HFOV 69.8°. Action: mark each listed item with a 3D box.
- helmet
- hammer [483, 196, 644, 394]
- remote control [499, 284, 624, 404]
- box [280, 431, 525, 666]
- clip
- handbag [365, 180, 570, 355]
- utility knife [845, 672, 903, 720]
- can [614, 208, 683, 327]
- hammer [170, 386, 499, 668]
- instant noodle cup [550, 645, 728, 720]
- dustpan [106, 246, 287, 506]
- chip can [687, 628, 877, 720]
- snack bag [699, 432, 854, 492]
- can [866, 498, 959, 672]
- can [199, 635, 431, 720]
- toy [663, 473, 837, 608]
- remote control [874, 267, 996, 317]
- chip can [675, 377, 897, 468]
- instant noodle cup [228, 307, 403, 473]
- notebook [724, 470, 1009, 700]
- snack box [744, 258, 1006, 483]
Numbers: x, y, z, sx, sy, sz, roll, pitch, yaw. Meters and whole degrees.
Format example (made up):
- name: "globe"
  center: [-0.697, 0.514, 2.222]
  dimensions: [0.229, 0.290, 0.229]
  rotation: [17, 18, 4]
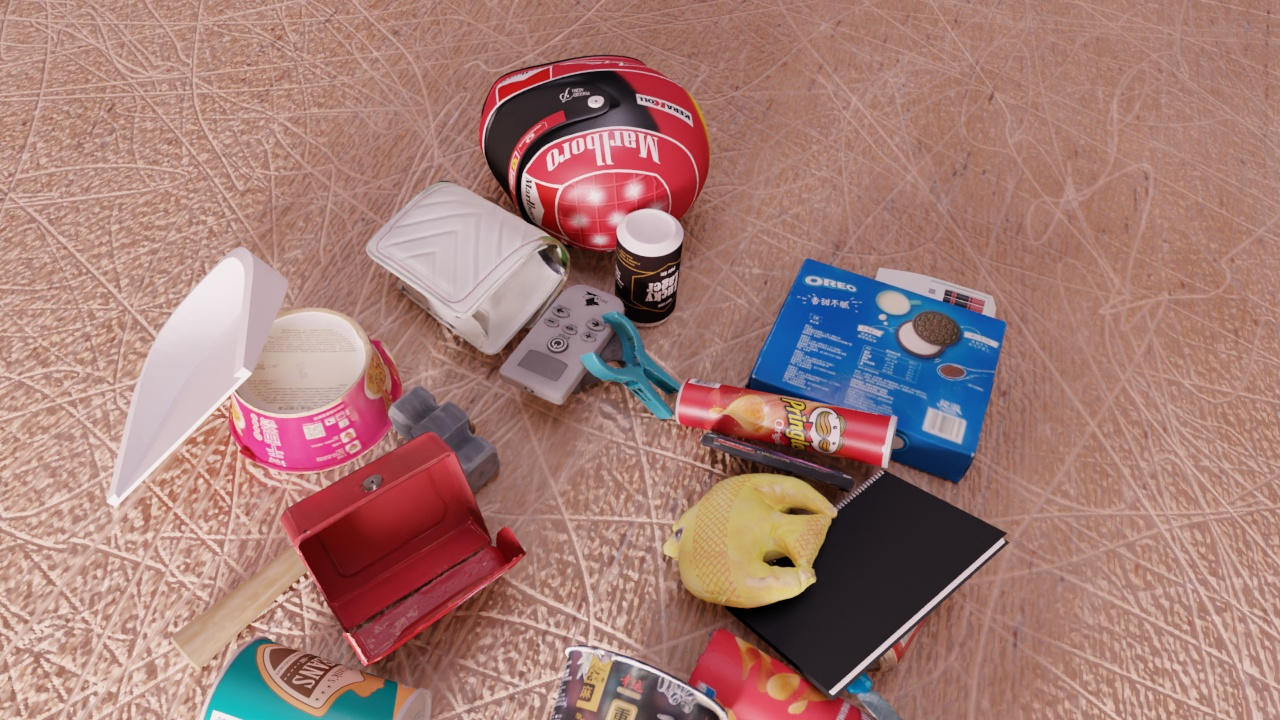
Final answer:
- name: "helmet"
  center: [-0.053, -0.235, 1.075]
  dimensions: [0.271, 0.198, 0.224]
  rotation: [-7, 48, -3]
- name: "hammer"
  center: [-0.114, -0.090, 1.059]
  dimensions: [0.098, 0.052, 0.328]
  rotation: [-25, 54, -20]
- name: "remote control"
  center: [-0.077, -0.023, 0.952]
  dimensions: [0.074, 0.019, 0.150]
  rotation: [22, 52, 17]
- name: "box"
  center: [-0.210, 0.160, 0.798]
  dimensions: [0.157, 0.147, 0.156]
  rotation: [-32, 78, -25]
- name: "clip"
  center: [-0.003, -0.009, 0.956]
  dimensions: [0.130, 0.031, 0.121]
  rotation: [23, 61, -36]
- name: "handbag"
  center: [-0.187, -0.108, 1.010]
  dimensions: [0.141, 0.096, 0.198]
  rotation: [-46, 52, -14]
- name: "utility knife"
  center: [0.163, 0.254, 0.772]
  dimensions: [0.031, 0.015, 0.225]
  rotation: [-13, 28, -23]
- name: "can"
  center: [0.008, -0.102, 1.017]
  dimensions: [0.072, 0.129, 0.071]
  rotation: [1, 52, -2]
- name: "hammer"
  center: [-0.284, 0.156, 0.857]
  dimensions: [0.117, 0.051, 0.322]
  rotation: [35, 61, 24]
- name: "instant noodle cup"
  center: [-0.017, 0.301, 0.710]
  dimensions: [0.137, 0.137, 0.112]
  rotation: [19, 62, 12]
- name: "dustpan"
  center: [-0.429, -0.011, 0.885]
  dimensions: [0.192, 0.053, 0.257]
  rotation: [-40, 29, 15]
- name: "chip can"
  center: [0.148, 0.304, 0.744]
  dimensions: [0.233, 0.073, 0.073]
  rotation: [27, 55, 18]
- name: "snack bag"
  center: [0.134, 0.100, 0.908]
  dimensions: [0.155, 0.074, 0.018]
  rotation: [16, 89, 9]
- name: "can"
  center: [0.238, 0.201, 0.832]
  dimensions: [0.067, 0.067, 0.169]
  rotation: [33, 58, 21]
- name: "can"
  center: [-0.252, 0.287, 0.720]
  dimensions: [0.144, 0.099, 0.099]
  rotation: [15, 53, 8]
- name: "toy"
  center: [0.094, 0.163, 0.840]
  dimensions: [0.155, 0.065, 0.170]
  rotation: [-2, 30, 26]
- name: "remote control"
  center: [0.345, -0.074, 1.079]
  dimensions: [0.143, 0.024, 0.049]
  rotation: [19, 53, 11]
- name: "chip can"
  center: [0.144, 0.061, 0.923]
  dimensions: [0.215, 0.052, 0.051]
  rotation: [11, 52, 19]
- name: "instant noodle cup"
  center: [-0.339, 0.020, 0.938]
  dimensions: [0.178, 0.078, 0.178]
  rotation: [1, 52, -2]
- name: "notebook"
  center: [0.192, 0.185, 0.805]
  dimensions: [0.206, 0.016, 0.149]
  rotation: [-35, 30, -17]
- name: "snack box"
  center: [0.256, 0.003, 0.995]
  dimensions: [0.239, 0.056, 0.195]
  rotation: [20, 54, 13]
